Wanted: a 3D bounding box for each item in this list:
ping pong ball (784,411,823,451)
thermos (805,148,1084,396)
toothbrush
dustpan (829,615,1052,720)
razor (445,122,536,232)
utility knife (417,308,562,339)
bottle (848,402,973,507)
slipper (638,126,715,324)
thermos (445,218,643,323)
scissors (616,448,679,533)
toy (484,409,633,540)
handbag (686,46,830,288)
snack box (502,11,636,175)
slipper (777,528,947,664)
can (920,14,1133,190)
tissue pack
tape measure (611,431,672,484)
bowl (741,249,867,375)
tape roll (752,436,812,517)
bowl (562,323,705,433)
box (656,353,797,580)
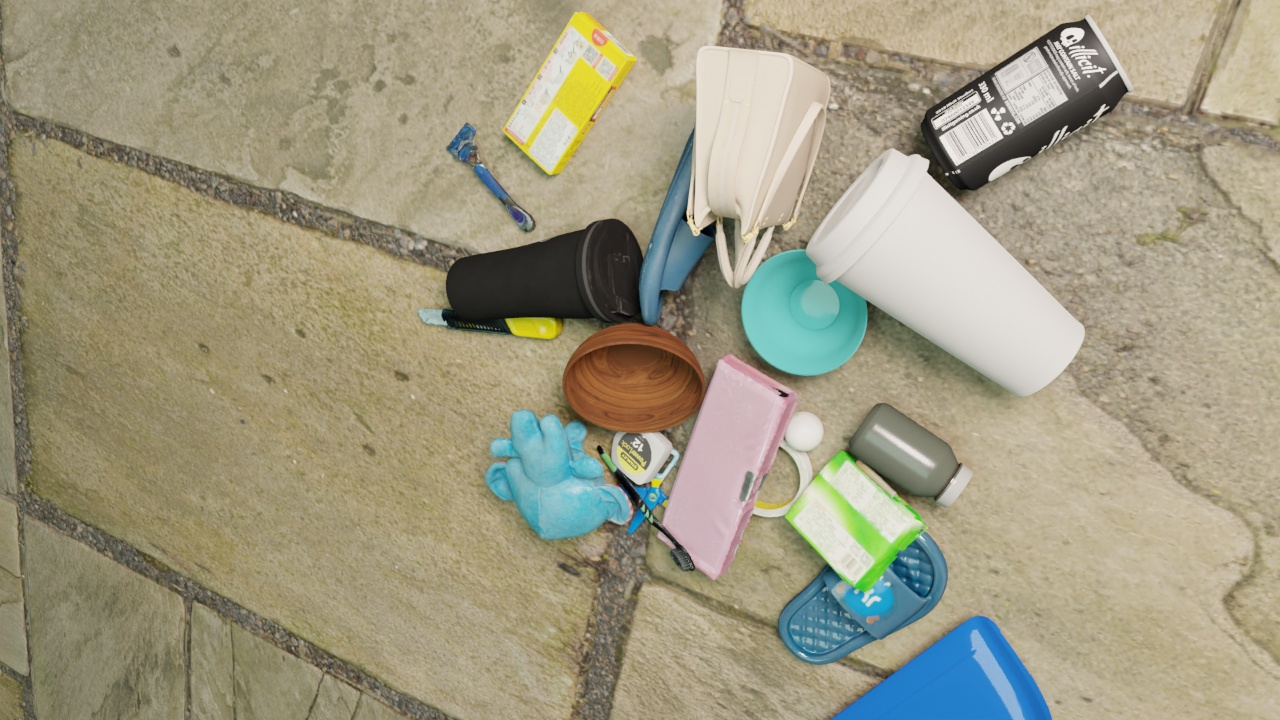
[{"bbox_3d":[0.165,0.072,0.927,0.040,0.040,0.040,7,107,24],"label":"ping pong ball"},{"bbox_3d":[0.263,-0.068,0.787,0.222,0.131,0.132,38,118,-3],"label":"thermos"},{"bbox_3d":[0.001,0.160,1.010,0.188,0.017,0.014,49,131,31],"label":"toothbrush"},{"bbox_3d":[0.345,0.419,0.929,0.257,0.059,0.246,50,119,17],"label":"dustpan"},{"bbox_3d":[-0.164,-0.199,1.023,0.044,0.018,0.141,-42,84,28],"label":"razor"},{"bbox_3d":[-0.181,-0.047,1.074,0.198,0.020,0.029,6,105,23],"label":"utility knife"},{"bbox_3d":[0.258,0.091,0.876,0.108,0.060,0.060,35,117,13],"label":"bottle"},{"bbox_3d":[0.046,-0.136,0.902,0.059,0.103,0.214,18,105,-2],"label":"slipper"},{"bbox_3d":[-0.104,-0.087,0.984,0.219,0.105,0.106,-3,103,32],"label":"thermos"},{"bbox_3d":[0.016,0.147,1.036,0.125,0.016,0.125,4,102,24],"label":"scissors"},{"bbox_3d":[-0.096,0.117,1.030,0.184,0.114,0.181,9,130,23],"label":"toy"},{"bbox_3d":[0.098,-0.161,0.803,0.101,0.194,0.198,13,106,18],"label":"handbag"},{"bbox_3d":[-0.076,-0.275,0.954,0.075,0.025,0.153,44,119,8],"label":"snack box"},{"bbox_3d":[0.225,0.249,0.939,0.104,0.059,0.214,44,120,6],"label":"slipper"},{"bbox_3d":[0.312,-0.208,0.752,0.146,0.080,0.080,-31,90,29],"label":"can"},{"bbox_3d":[0.210,0.155,0.904,0.100,0.034,0.114,-51,56,12],"label":"tissue pack"},{"bbox_3d":[-0.001,0.099,1.020,0.064,0.016,0.065,41,116,28],"label":"tape measure"},{"bbox_3d":[0.163,-0.050,0.889,0.121,0.046,0.121,7,107,24],"label":"bowl"},{"bbox_3d":[0.133,0.118,0.968,0.094,0.019,0.094,7,107,24],"label":"tape roll"},{"bbox_3d":[-0.006,0.006,0.965,0.147,0.068,0.147,2,139,2],"label":"bowl"},{"bbox_3d":[0.087,0.113,0.958,0.098,0.041,0.233,32,120,31],"label":"box"}]
